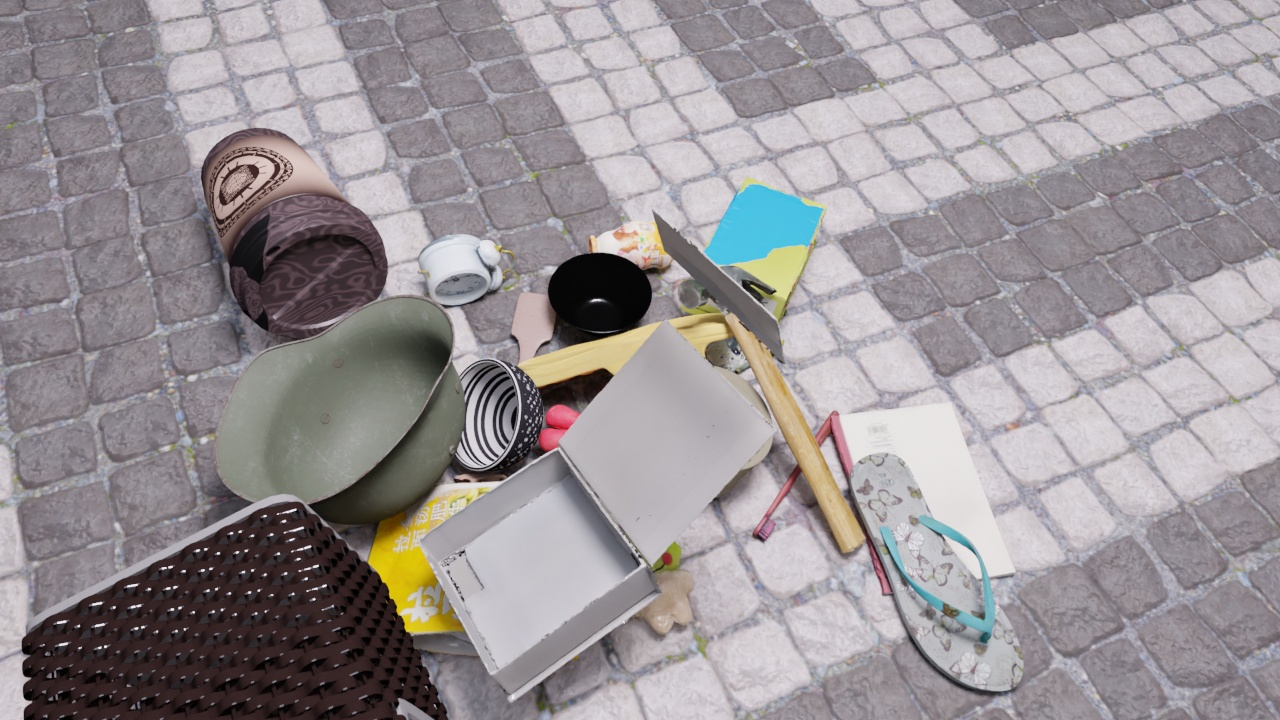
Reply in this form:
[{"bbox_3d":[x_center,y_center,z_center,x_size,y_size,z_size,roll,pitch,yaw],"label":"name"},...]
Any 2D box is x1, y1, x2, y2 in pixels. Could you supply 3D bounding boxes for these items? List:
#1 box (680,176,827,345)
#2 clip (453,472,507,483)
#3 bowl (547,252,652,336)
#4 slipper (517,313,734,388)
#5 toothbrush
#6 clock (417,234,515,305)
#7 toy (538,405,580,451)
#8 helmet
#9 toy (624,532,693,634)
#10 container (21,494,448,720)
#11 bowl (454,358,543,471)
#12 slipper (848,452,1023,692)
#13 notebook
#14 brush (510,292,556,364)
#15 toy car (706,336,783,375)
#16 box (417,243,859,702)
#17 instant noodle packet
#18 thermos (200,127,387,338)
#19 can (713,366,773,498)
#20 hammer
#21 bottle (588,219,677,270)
[{"bbox_3d":[0.146,-0.130,1.143,0.124,0.079,0.220,21,44,7],"label":"box"},{"bbox_3d":[-0.170,0.128,0.984,0.061,0.025,0.045,12,55,7],"label":"clip"},{"bbox_3d":[-0.050,-0.068,1.112,0.124,0.053,0.123,2,55,-4],"label":"bowl"},{"bbox_3d":[-0.006,0.006,1.036,0.263,0.099,0.078,-13,96,1],"label":"slipper"},{"bbox_3d":[0.178,0.126,1.024,0.016,0.016,0.189,33,59,11],"label":"toothbrush"},{"bbox_3d":[-0.210,-0.113,1.111,0.117,0.083,0.057,-15,63,-11],"label":"clock"},{"bbox_3d":[-0.044,0.087,1.010,0.135,0.045,0.091,10,53,-5],"label":"toy"},{"bbox_3d":[-0.272,0.063,0.935,0.227,0.154,0.267,10,59,25],"label":"helmet"},{"bbox_3d":[0.007,0.220,0.926,0.092,0.043,0.117,-22,62,-20],"label":"toy"},{"bbox_3d":[-0.294,0.290,0.713,0.245,0.248,0.243,-28,58,-9],"label":"container"},{"bbox_3d":[-0.147,0.061,0.992,0.066,0.120,0.120,12,42,-49],"label":"bowl"},{"bbox_3d":[0.297,0.212,0.940,0.098,0.055,0.268,-22,66,-14],"label":"slipper"},{"bbox_3d":[0.308,0.146,1.016,0.153,0.012,0.208,-6,61,-9],"label":"notebook"},{"bbox_3d":[-0.132,-0.020,1.098,0.050,0.015,0.135,9,61,-1],"label":"brush"},{"bbox_3d":[0.125,-0.016,1.107,0.105,0.033,0.048,-28,64,-21],"label":"toy car"},{"bbox_3d":[-0.003,0.102,0.821,0.418,0.108,0.166,-42,54,-1],"label":"box"},{"bbox_3d":[-0.168,0.204,0.910,0.222,0.084,0.162,-1,53,7],"label":"instant noodle packet"},{"bbox_3d":[-0.418,-0.159,1.079,0.172,0.173,0.226,-26,55,-21],"label":"thermos"},{"bbox_3d":[0.071,0.077,0.990,0.127,0.073,0.127,13,55,-19],"label":"can"},{"bbox_3d":[0.155,0.049,0.984,0.131,0.033,0.330,-23,86,-50],"label":"hammer"},{"bbox_3d":[-0.010,-0.145,1.163,0.109,0.063,0.063,-5,56,-8],"label":"bottle"}]
